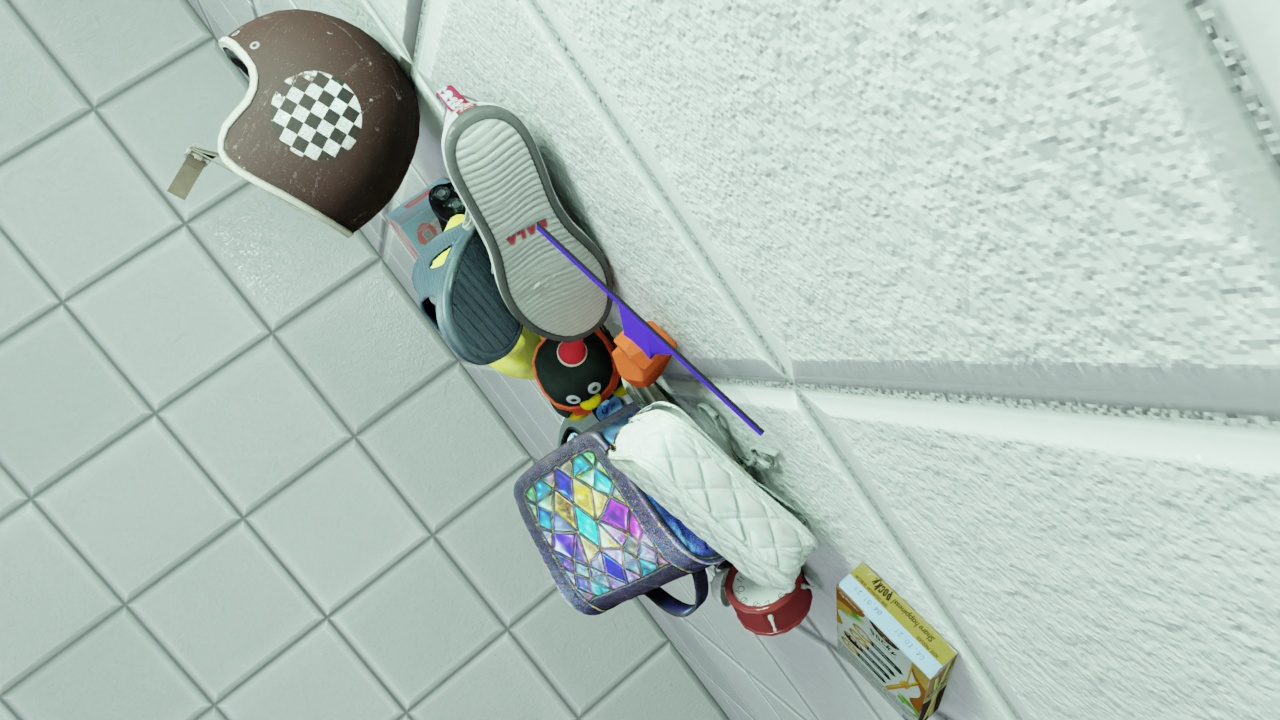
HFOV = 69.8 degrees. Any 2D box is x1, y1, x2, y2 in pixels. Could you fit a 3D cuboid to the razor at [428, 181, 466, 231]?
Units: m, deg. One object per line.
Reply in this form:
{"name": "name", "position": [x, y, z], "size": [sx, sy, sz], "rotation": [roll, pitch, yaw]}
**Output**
{"name": "razor", "position": [-0.218, -0.153, 1.132], "size": [0.063, 0.053, 0.141], "rotation": [-115, 11, -53]}

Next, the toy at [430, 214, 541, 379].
{"name": "toy", "position": [-0.178, -0.054, 1.089], "size": [0.149, 0.084, 0.214], "rotation": [56, 172, 29]}

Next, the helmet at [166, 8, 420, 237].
{"name": "helmet", "position": [-0.368, -0.247, 0.997], "size": [0.234, 0.253, 0.233], "rotation": [30, 177, -13]}

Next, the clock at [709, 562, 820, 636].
{"name": "clock", "position": [0.126, 0.235, 0.961], "size": [0.124, 0.087, 0.044], "rotation": [31, 155, 51]}

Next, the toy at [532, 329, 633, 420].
{"name": "toy", "position": [-0.070, 0.008, 0.987], "size": [0.099, 0.097, 0.119], "rotation": [62, -173, 8]}

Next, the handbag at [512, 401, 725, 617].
{"name": "handbag", "position": [-0.004, 0.170, 0.971], "size": [0.205, 0.125, 0.222], "rotation": [-36, 86, 43]}

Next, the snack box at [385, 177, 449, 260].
{"name": "snack box", "position": [-0.260, -0.169, 1.191], "size": [0.079, 0.093, 0.095], "rotation": [33, 157, 55]}

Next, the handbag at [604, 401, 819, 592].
{"name": "handbag", "position": [0.066, 0.121, 0.826], "size": [0.195, 0.072, 0.139], "rotation": [41, 166, -8]}

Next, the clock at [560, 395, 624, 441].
{"name": "clock", "position": [-0.046, 0.095, 1.175], "size": [0.125, 0.088, 0.052], "rotation": [42, 169, 45]}

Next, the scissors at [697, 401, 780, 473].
{"name": "scissors", "position": [0.100, 0.097, 0.844], "size": [0.141, 0.014, 0.165], "rotation": [55, 165, -15]}

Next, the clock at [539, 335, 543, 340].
{"name": "clock", "position": [-0.113, 0.002, 1.266], "size": [0.129, 0.043, 0.099], "rotation": [51, 169, 38]}

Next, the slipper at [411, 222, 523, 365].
{"name": "slipper", "position": [-0.164, -0.078, 0.868], "size": [0.101, 0.083, 0.263], "rotation": [52, -156, -31]}

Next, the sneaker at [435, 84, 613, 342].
{"name": "sneaker", "position": [-0.109, -0.127, 0.825], "size": [0.128, 0.096, 0.263], "rotation": [55, 175, 49]}

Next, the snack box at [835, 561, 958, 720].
{"name": "snack box", "position": [0.222, 0.258, 0.814], "size": [0.101, 0.031, 0.186], "rotation": [44, 165, 32]}

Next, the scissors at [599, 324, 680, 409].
{"name": "scissors", "position": [-0.013, 0.004, 0.922], "size": [0.163, 0.013, 0.153], "rotation": [45, -166, -8]}

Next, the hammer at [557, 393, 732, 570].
{"name": "hammer", "position": [0.029, 0.164, 1.080], "size": [0.333, 0.117, 0.025], "rotation": [42, 168, 22]}

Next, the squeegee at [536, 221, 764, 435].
{"name": "squeegee", "position": [0.003, -0.004, 0.817], "size": [0.249, 0.055, 0.185], "rotation": [43, 177, 9]}
